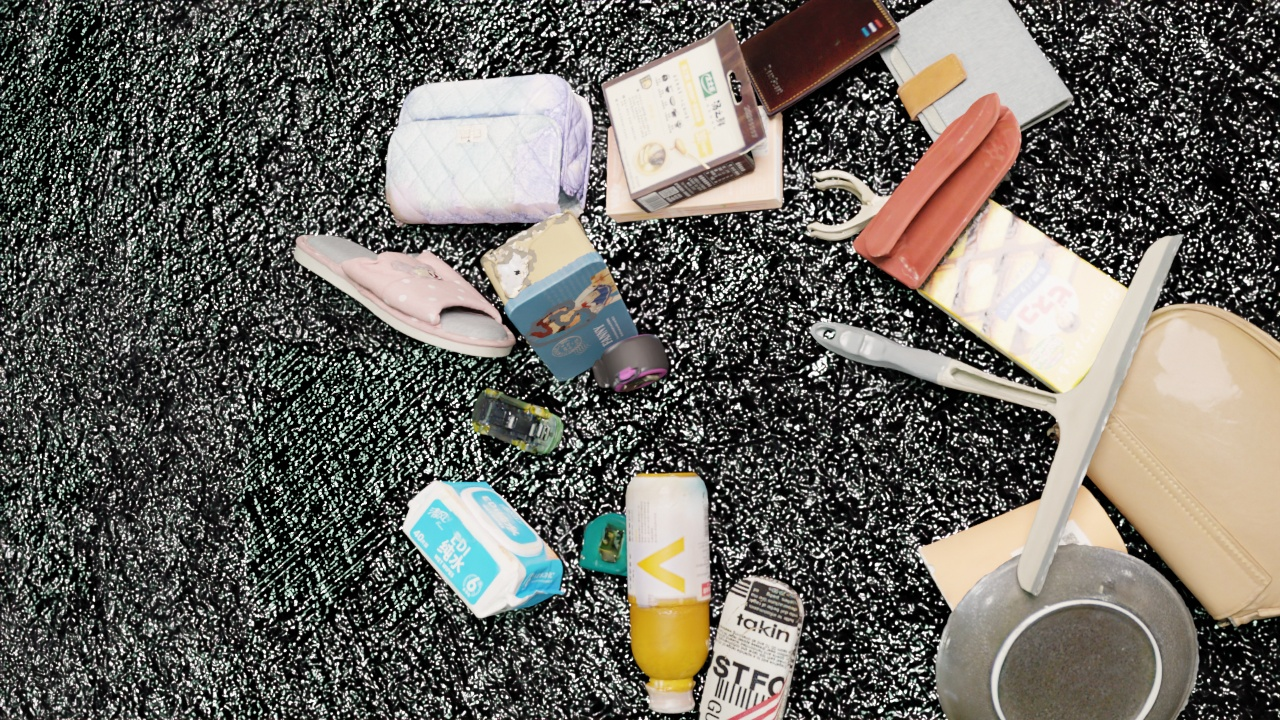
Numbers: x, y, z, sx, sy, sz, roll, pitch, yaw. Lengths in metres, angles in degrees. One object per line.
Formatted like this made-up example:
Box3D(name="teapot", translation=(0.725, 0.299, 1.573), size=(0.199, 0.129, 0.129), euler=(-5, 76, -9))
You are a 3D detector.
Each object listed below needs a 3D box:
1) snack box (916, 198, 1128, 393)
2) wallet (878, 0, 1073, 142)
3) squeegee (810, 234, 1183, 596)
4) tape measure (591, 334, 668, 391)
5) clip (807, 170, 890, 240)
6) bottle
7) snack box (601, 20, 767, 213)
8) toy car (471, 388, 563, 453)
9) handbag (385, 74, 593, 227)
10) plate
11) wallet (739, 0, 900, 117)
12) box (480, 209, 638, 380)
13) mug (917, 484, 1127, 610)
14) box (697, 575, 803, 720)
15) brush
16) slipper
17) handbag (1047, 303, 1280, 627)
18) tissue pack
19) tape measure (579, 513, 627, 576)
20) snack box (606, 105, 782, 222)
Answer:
Box3D(name="snack box", translation=(0.290, -0.048, 0.691), size=(0.140, 0.033, 0.087), euler=(41, 100, 20))
Box3D(name="wallet", translation=(0.257, -0.230, 0.726), size=(0.107, 0.037, 0.129), euler=(-29, 73, 16))
Box3D(name="squeegee", translation=(0.230, 0.010, 0.680), size=(0.247, 0.039, 0.246), euler=(21, 90, 47))
Box3D(name="tape measure", translation=(-0.005, 0.005, 0.793), size=(0.058, 0.057, 0.039), euler=(-32, 72, 40))
Box3D(name="clip", translation=(0.179, -0.113, 0.746), size=(0.103, 0.035, 0.092), euler=(29, 91, 15))
Box3D(name="bottle", translation=(0.023, 0.187, 0.752), size=(0.068, 0.068, 0.189), euler=(-4, 82, 22))
Box3D(name="snack box", translation=(0.040, -0.202, 0.773), size=(0.126, 0.053, 0.113), euler=(-18, 76, 18))
Box3D(name="toy car", translation=(-0.113, 0.056, 0.843), size=(0.091, 0.036, 0.043), euler=(19, 92, 22))
Box3D(name="handbag", translation=(-0.146, -0.195, 0.868), size=(0.194, 0.075, 0.134), euler=(2, 84, 23))
Box3D(name="plate", translation=(0.290, 0.211, 0.619), size=(0.179, 0.024, 0.179), euler=(0, 101, 1))
Box3D(name="wallet", translation=(0.146, -0.266, 0.771), size=(0.122, 0.020, 0.096), euler=(-29, 50, 18))
Box3D(name="box", translation=(-0.062, -0.046, 0.765), size=(0.090, 0.184, 0.059), euler=(-31, 66, 1))
Box3D(name="mug", translation=(0.272, 0.142, 0.653), size=(0.123, 0.078, 0.078), euler=(-31, 73, 12))
Box3D(name="box", translation=(0.084, 0.254, 0.727), size=(0.071, 0.057, 0.164), euler=(10, 87, 6))
Box3D(name="brush", translation=(0.224, -0.127, 0.679), size=(0.063, 0.069, 0.146), euler=(43, 100, 34))
Box3D(name="slipper", translation=(-0.223, -0.075, 0.867), size=(0.274, 0.114, 0.054), euler=(28, 106, 30))
Box3D(name="handbag", translation=(0.386, 0.065, 0.606), size=(0.148, 0.099, 0.204), euler=(-43, 70, 20))
Box3D(name="tissue pack", translation=(-0.135, 0.163, 0.810), size=(0.140, 0.090, 0.063), euler=(42, 100, 22))
Box3D(name="tape measure", translation=(-0.024, 0.160, 0.799), size=(0.058, 0.025, 0.054), euler=(5, 86, 22))
Box3D(name="snack box", translation=(0.046, -0.172, 0.811), size=(0.157, 0.026, 0.084), euler=(-2, 82, 22))
